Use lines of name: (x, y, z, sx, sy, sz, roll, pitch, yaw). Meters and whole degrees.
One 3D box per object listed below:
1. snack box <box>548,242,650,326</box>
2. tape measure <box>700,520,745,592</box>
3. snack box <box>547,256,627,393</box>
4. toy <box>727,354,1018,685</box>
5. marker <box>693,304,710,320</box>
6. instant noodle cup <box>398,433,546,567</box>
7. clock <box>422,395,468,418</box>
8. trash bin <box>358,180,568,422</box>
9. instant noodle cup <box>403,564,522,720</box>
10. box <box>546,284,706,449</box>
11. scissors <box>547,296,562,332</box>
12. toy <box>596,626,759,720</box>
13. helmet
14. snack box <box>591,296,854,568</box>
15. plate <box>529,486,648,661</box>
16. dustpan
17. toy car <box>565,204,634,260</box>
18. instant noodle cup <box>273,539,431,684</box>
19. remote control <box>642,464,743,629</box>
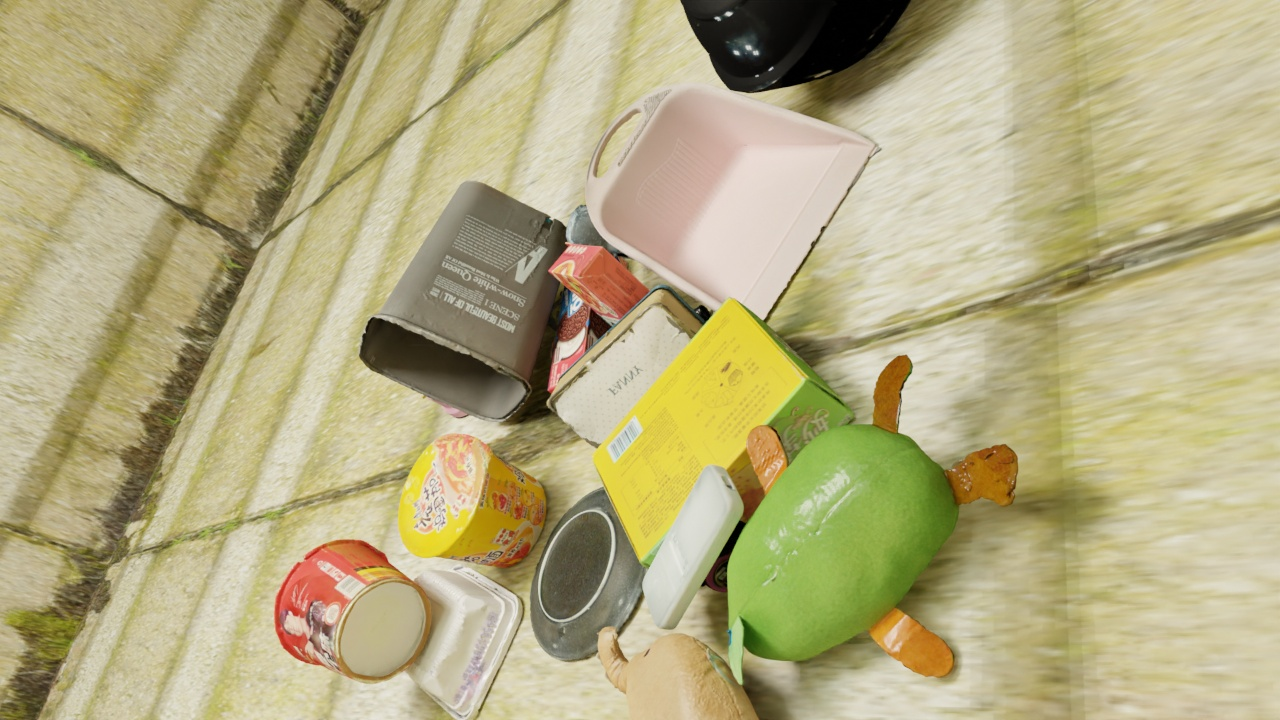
snack box: (-0.036, -0.075, 0.997, 0.044, 0.113, 0.127, -52, 23, -7)
tape measure: (0.069, 0.156, 0.741, 0.039, 0.057, 0.057, -115, 42, -55)
snack box: (-0.060, -0.045, 1.076, 0.058, 0.057, 0.207, -25, 44, 35)
toy: (0.144, 0.120, 0.648, 0.247, 0.090, 0.227, -50, 46, 17)
marker: (0.020, -0.021, 0.986, 0.132, 0.020, 0.022, -31, 10, 34)
instant noodle cup: (-0.177, 0.160, 0.998, 0.138, 0.109, 0.137, -23, 53, 34)
clock: (-0.240, 0.015, 1.257, 0.159, 0.059, 0.117, -3, 61, 49)
trash bin: (-0.198, -0.073, 1.105, 0.199, 0.199, 0.219, -39, 28, 63)
instant noodle cup: (-0.212, 0.293, 0.993, 0.174, 0.060, 0.138, 8, 69, 53)
box: (-0.006, 0.005, 0.926, 0.185, 0.090, 0.059, -40, 12, 20)
scissors: (-0.129, -0.055, 1.196, 0.163, 0.012, 0.175, -53, 28, 19)
toy: (0.026, 0.269, 0.680, 0.144, 0.082, 0.225, -59, 30, 20)
helmet: (0.166, -0.400, 0.927, 0.274, 0.231, 0.233, -19, 41, -17)
snack box: (0.064, 0.069, 0.810, 0.210, 0.070, 0.157, -49, 34, 12)
plate: (-0.057, 0.202, 0.898, 0.180, 0.024, 0.179, -32, 41, 33)
dustpan: (0.064, -0.181, 0.954, 0.222, 0.138, 0.273, -59, 32, -3)
toy car: (-0.028, -0.146, 1.061, 0.037, 0.120, 0.054, 42, 121, 53)
instant noodle cup: (-0.293, 0.265, 0.950, 0.109, 0.138, 0.137, 8, 69, 46)
remote control: (0.039, 0.147, 0.715, 0.136, 0.020, 0.055, -65, 28, 25)
